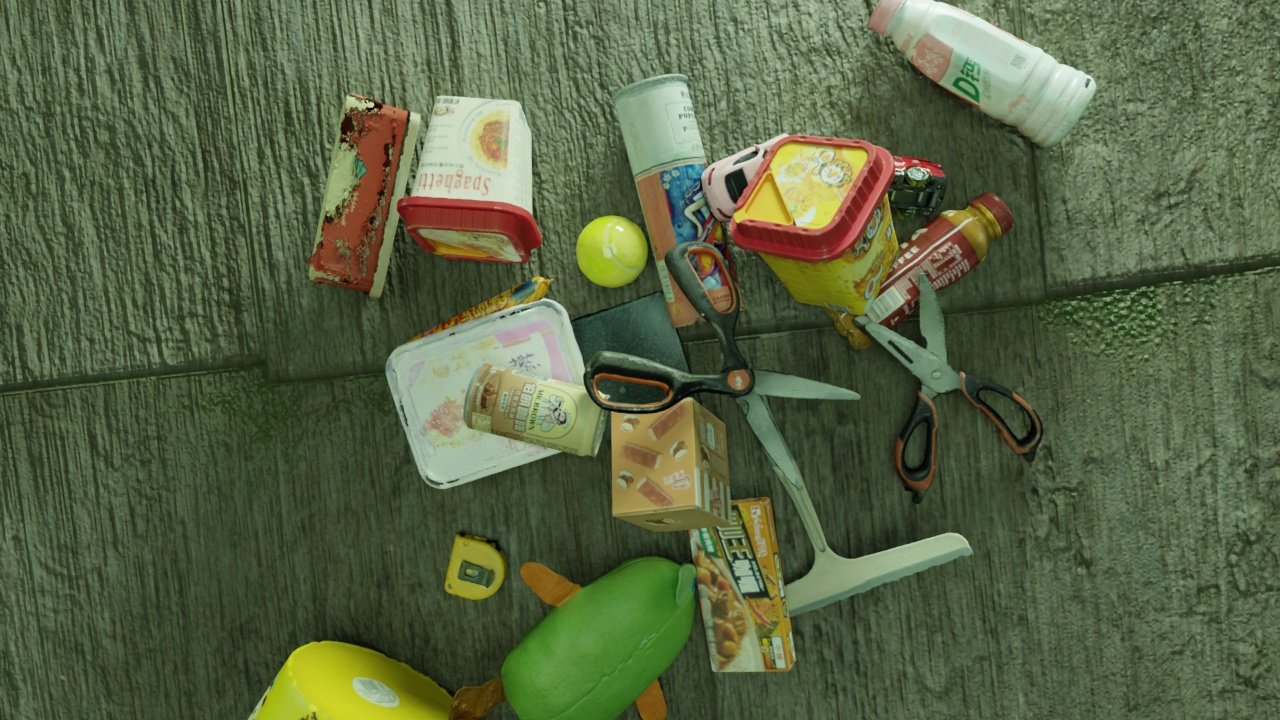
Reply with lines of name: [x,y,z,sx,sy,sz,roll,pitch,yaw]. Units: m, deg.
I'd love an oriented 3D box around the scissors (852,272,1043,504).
scissors: [0.272,0.030,0.816,0.189,0.015,0.227,2,110,-4]

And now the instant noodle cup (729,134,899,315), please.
instant noodle cup: [0.155,-0.108,0.767,0.116,0.123,0.116,17,68,39]

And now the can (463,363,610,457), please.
can: [-0.088,0.043,0.784,0.116,0.058,0.058,14,93,3]

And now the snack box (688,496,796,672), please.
snack box: [0.091,0.203,0.832,0.075,0.026,0.153,-9,90,23]

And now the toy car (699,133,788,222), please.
toy car: [0.105,-0.162,0.807,0.122,0.037,0.056,-29,104,-29]

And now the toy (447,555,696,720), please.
toy: [-0.045,0.266,0.829,0.246,0.090,0.227,-38,118,-6]

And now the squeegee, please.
squeegee: [0.132,0.102,0.843,0.247,0.039,0.246,-27,84,22]

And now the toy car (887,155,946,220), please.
toy car: [0.209,-0.158,0.819,0.120,0.053,0.045,4,51,1]

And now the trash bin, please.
trash bin: [-0.282,0.405,0.797,0.229,0.229,0.255,28,89,2]

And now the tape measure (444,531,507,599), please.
tape measure: [-0.156,0.197,0.869,0.057,0.029,0.060,14,93,2]

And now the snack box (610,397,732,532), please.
snack box: [0.027,0.094,0.799,0.077,0.092,0.094,-10,69,21]

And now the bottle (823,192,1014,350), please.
bottle: [0.248,-0.082,0.816,0.175,0.057,0.057,-37,90,4]

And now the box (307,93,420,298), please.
box: [-0.258,-0.147,0.820,0.079,0.091,0.168,11,93,-23]

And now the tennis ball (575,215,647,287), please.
tennis ball: [-0.026,-0.098,0.830,0.065,0.065,0.065,0,92,4]

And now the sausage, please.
sausage: [-0.155,-0.039,0.863,0.165,0.021,0.021,-27,90,4]

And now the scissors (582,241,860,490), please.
scissors: [0.063,0.003,0.753,0.221,0.022,0.233,-10,76,-2]

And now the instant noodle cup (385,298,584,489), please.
instant noodle cup: [-0.131,0.029,0.846,0.173,0.060,0.138,-18,91,3]

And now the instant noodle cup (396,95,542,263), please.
instant noodle cup: [-0.145,-0.161,0.819,0.116,0.117,0.124,5,80,3]

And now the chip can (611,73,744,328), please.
chip can: [0.034,-0.139,0.822,0.071,0.071,0.214,-14,92,4]

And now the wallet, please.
wallet: [-0.005,0.005,0.858,0.097,0.019,0.121,-19,89,5]

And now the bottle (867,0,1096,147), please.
bottle: [0.294,-0.263,0.803,0.197,0.068,0.068,33,94,5]
